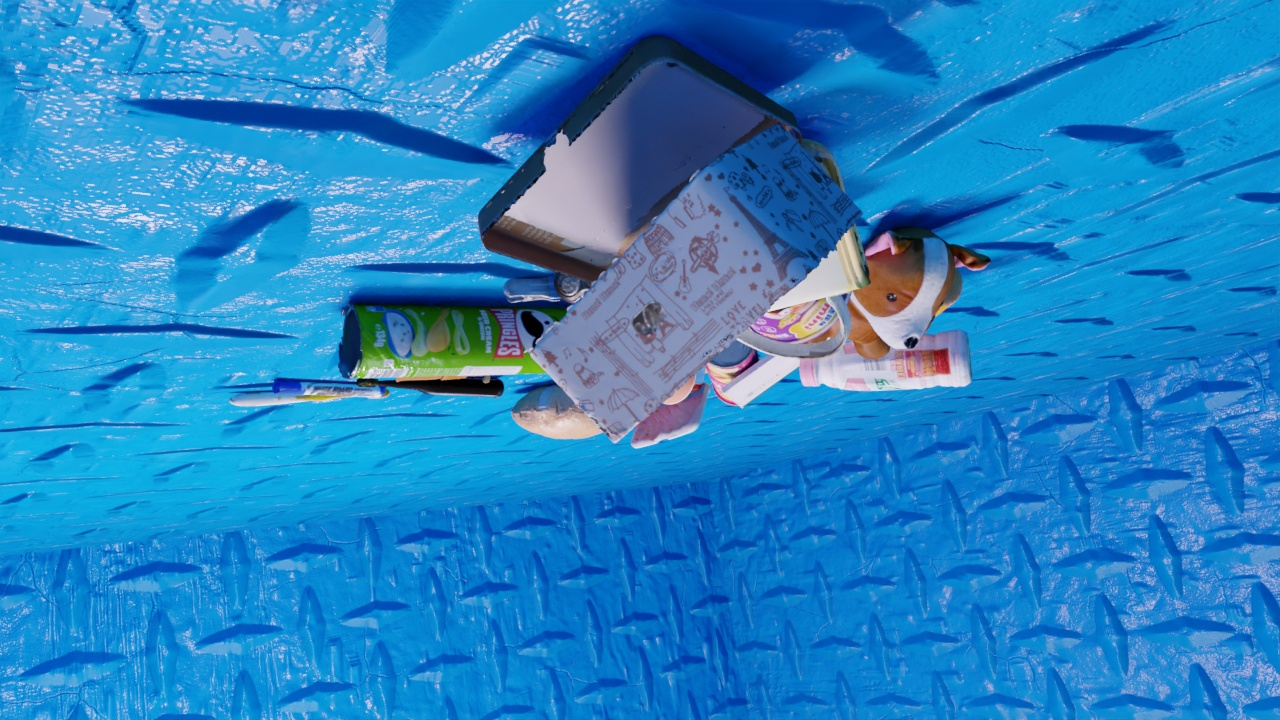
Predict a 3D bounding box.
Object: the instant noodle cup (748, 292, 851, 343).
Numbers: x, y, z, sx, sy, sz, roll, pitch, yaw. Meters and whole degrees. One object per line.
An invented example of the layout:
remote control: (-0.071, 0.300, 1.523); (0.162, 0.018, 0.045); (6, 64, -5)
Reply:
instant noodle cup: (0.109, -0.076, 0.773); (0.112, 0.111, 0.099); (-17, 159, 31)

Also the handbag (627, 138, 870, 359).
handbag: (0.084, -0.067, 0.686); (0.164, 0.063, 0.179); (-14, 130, 21)

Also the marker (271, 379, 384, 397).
marker: (-0.370, 0.035, 1.100); (0.017, 0.017, 0.145); (-18, 165, 36)

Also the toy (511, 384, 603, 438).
toy: (-0.097, 0.081, 1.399); (0.143, 0.082, 0.226); (3, 174, 18)

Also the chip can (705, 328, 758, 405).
chip can: (0.118, 0.003, 1.172); (0.071, 0.071, 0.210); (-11, 164, 7)

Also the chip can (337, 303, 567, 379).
chip can: (-0.165, -0.018, 0.884); (0.235, 0.072, 0.072); (-1, 166, -33)

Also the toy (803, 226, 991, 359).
toy: (0.239, -0.063, 0.910); (0.140, 0.130, 0.200); (3, 154, -25)

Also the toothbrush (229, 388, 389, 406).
toothbrush: (-0.402, 0.044, 1.125); (0.191, 0.016, 0.018); (-2, 175, -34)

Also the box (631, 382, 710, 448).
box: (0.027, 0.080, 1.399); (0.095, 0.099, 0.202); (0, 168, -28)

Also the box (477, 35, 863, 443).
box: (0.008, -0.085, 0.550); (0.182, 0.168, 0.150); (-42, -178, 34)

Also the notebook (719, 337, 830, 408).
notebook: (0.199, -0.011, 1.146); (0.209, 0.012, 0.150); (-37, 163, 7)

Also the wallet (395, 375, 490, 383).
wallet: (-0.207, -0.002, 1.034); (0.130, 0.035, 0.119); (-5, 161, -20)

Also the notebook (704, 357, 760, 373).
notebook: (0.086, -0.002, 1.312); (0.148, 0.008, 0.207); (-12, 168, 13)

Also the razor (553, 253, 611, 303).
razor: (-0.037, -0.069, 0.804); (0.067, 0.062, 0.167); (-42, 172, 0)

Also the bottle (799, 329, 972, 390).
bottle: (0.293, 0.005, 1.105); (0.197, 0.068, 0.068); (-6, 170, 23)

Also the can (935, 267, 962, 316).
can: (0.319, -0.070, 1.060); (0.058, 0.058, 0.146); (-9, 168, -4)

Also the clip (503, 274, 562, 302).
clip: (-0.097, -0.064, 0.843); (0.057, 0.024, 0.028); (-6, 164, -2)

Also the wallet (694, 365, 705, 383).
wallet: (0.022, 0.018, 1.249); (0.133, 0.040, 0.106); (-9, 163, -1)

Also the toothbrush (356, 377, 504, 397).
toothbrush: (-0.259, 0.031, 1.150); (0.027, 0.026, 0.212); (-3, 175, 41)

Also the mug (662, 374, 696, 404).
mug: (-0.007, 0.007, 1.139); (0.115, 0.082, 0.105); (19, -173, 40)
